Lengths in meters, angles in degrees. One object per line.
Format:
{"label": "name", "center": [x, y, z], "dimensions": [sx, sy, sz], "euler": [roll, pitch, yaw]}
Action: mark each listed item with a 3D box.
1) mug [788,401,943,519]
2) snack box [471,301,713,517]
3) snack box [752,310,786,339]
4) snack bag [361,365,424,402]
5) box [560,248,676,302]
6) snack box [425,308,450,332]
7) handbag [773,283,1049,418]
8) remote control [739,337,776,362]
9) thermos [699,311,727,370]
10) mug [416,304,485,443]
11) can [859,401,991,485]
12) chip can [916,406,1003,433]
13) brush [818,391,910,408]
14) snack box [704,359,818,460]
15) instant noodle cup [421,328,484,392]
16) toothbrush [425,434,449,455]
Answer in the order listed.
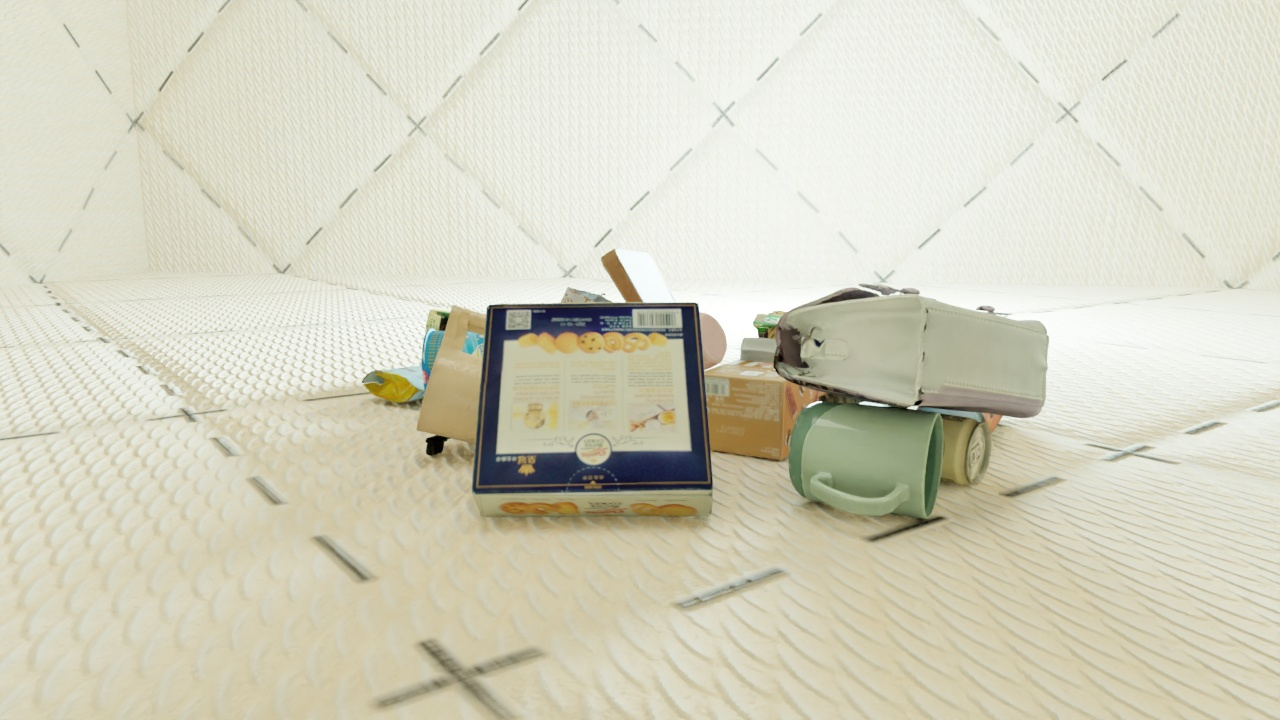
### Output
{"label": "mug", "center": [0.171, 0.082, 0.712], "dimensions": [0.106, 0.082, 0.111], "euler": [6, 28, 25]}
{"label": "snack box", "center": [-0.037, 0.036, 0.736], "dimensions": [0.178, 0.182, 0.046], "euler": [0, -34, -2]}
{"label": "snack box", "center": [0.197, 0.000, 1.108], "dimensions": [0.118, 0.106, 0.117], "euler": [1, 12, 12]}
{"label": "snack bag", "center": [-0.248, 0.022, 1.162], "dimensions": [0.110, 0.039, 0.190], "euler": [0, 5, 31]}
{"label": "box", "center": [-0.008, -0.059, 1.137], "dimensions": [0.148, 0.158, 0.181], "euler": [25, 6, 10]}
{"label": "snack box", "center": [-0.173, -0.028, 1.284], "dimensions": [0.239, 0.063, 0.114], "euler": [5, 4, -21]}
{"label": "handbag", "center": [0.224, -0.005, 0.754], "dimensions": [0.196, 0.098, 0.145], "euler": [7, -7, -42]}
{"label": "remote control", "center": [0.135, 0.018, 1.003], "dimensions": [0.056, 0.019, 0.135], "euler": [9, -29, 9]}
{"label": "thermos", "center": [-0.006, 0.006, 0.973], "dimensions": [0.199, 0.067, 0.087], "euler": [-20, -5, 39]}
{"label": "mug", "center": [-0.145, 0.020, 0.873], "dimensions": [0.103, 0.124, 0.084], "euler": [16, -11, -9]}
{"label": "can", "center": [0.244, 0.073, 0.814], "dimensions": [0.116, 0.058, 0.058], "euler": [9, 13, 39]}
{"label": "chip can", "center": [0.334, 0.047, 0.935], "dimensions": [0.071, 0.071, 0.214], "euler": [6, 12, 28]}
{"label": "brush", "center": [0.236, 0.023, 0.975], "dimensions": [0.146, 0.073, 0.063], "euler": [-18, -17, 15]}
{"label": "snack box", "center": [0.117, 0.047, 0.909], "dimensions": [0.093, 0.077, 0.094], "euler": [5, 11, 31]}
{"label": "instant noodle cup", "center": [-0.180, 0.008, 1.038], "dimensions": [0.110, 0.099, 0.099], "euler": [-4, 10, 4]}
{"label": "toothbrush", "center": [-0.154, 0.064, 0.957], "dimensions": [0.026, 0.027, 0.212], "euler": [21, 18, 22]}
